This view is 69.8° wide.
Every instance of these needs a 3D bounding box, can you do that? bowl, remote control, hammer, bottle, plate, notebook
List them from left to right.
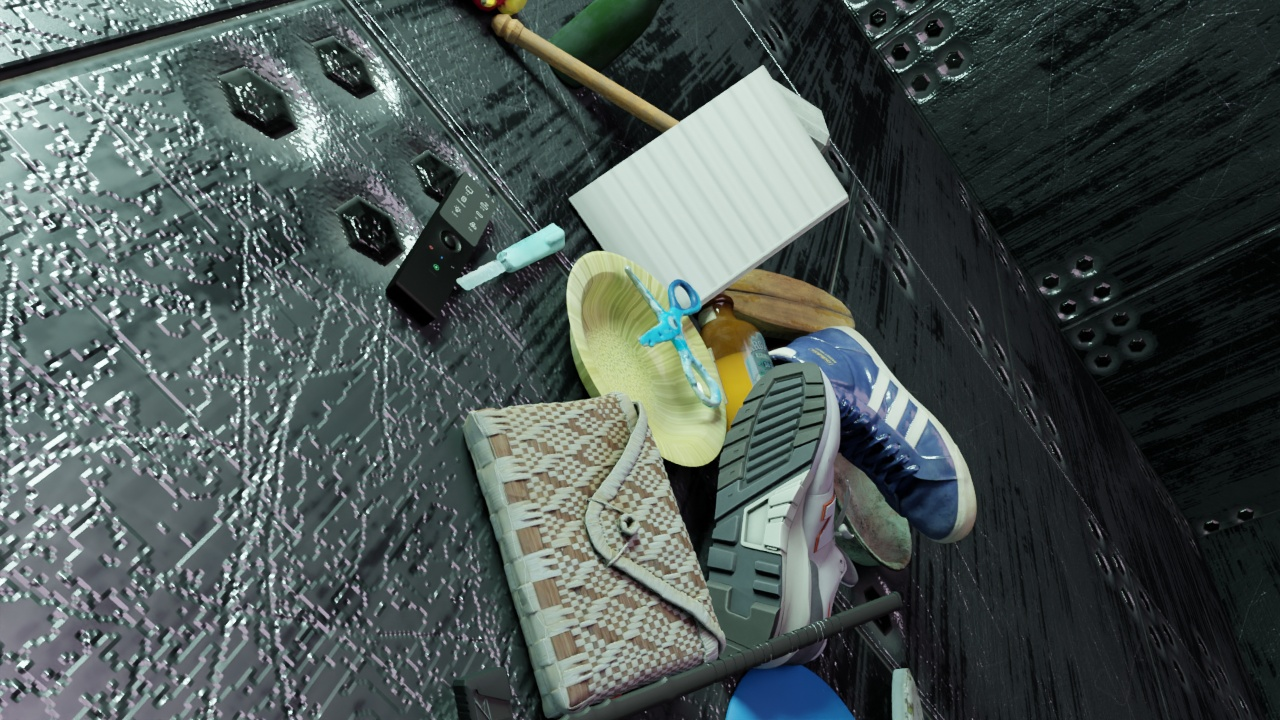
[{"bbox_3d":[-0.131,-0.080,0.625,0.034,0.013,0.149,45,33,-23],"label":"remote control"},{"bbox_3d":[-0.012,-0.331,0.868,0.055,0.175,0.055,36,37,-33],"label":"bottle"},{"bbox_3d":[-0.004,0.004,0.715,0.184,0.036,0.184,37,36,-33],"label":"plate"},{"bbox_3d":[0.002,-0.237,0.869,0.317,0.163,0.082,28,32,-15],"label":"hammer"},{"bbox_3d":[0.063,-0.142,0.810,0.142,0.209,0.009,55,-5,-6],"label":"notebook"},{"bbox_3d":[0.050,0.187,0.534,0.324,0.015,0.095,-6,79,-37],"label":"hammer"},{"bbox_3d":[0.082,0.005,0.813,0.067,0.068,0.156,16,50,-50],"label":"bottle"},{"bbox_3d":[0.136,0.321,0.650,0.224,0.024,0.223,37,36,-34],"label":"plate"},{"bbox_3d":[0.211,0.140,0.914,0.157,0.039,0.157,37,36,-34],"label":"bowl"}]

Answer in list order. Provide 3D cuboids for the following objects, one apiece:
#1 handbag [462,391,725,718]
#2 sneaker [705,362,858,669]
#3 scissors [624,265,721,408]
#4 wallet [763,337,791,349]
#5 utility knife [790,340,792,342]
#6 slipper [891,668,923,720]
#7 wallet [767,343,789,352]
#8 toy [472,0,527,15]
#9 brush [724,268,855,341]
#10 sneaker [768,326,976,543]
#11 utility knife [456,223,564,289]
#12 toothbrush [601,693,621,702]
[{"bbox_3d":[-0.026,0.106,0.554,0.124,0.047,0.185,-6,67,-36],"label":"handbag"},{"bbox_3d":[0.121,0.129,0.716,0.124,0.089,0.239,40,57,-41],"label":"sneaker"},{"bbox_3d":[0.031,-0.026,0.748,0.134,0.011,0.139,51,30,-10],"label":"scissors"},{"bbox_3d":[0.151,-0.012,0.973,0.119,0.031,0.099,8,55,-51],"label":"wallet"},{"bbox_3d":[0.202,0.026,0.968,0.221,0.015,0.031,51,37,-4],"label":"utility knife"},{"bbox_3d":[0.227,0.349,0.710,0.268,0.055,0.098,-55,131,-65],"label":"slipper"},{"bbox_3d":[0.126,0.035,0.882,0.115,0.018,0.091,-14,75,-41],"label":"wallet"},{"bbox_3d":[-0.147,-0.358,0.818,0.137,0.067,0.105,26,44,-62],"label":"toy"},{"bbox_3d":[0.133,-0.053,0.918,0.195,0.043,0.059,11,66,-28],"label":"brush"},{"bbox_3d":[0.195,0.070,0.827,0.118,0.092,0.233,-9,62,-40],"label":"sneaker"},{"bbox_3d":[-0.090,-0.077,0.673,0.022,0.015,0.165,56,25,-6],"label":"utility knife"},{"bbox_3d":[-0.013,0.198,0.544,0.012,0.018,0.212,37,36,-33],"label":"toothbrush"}]
